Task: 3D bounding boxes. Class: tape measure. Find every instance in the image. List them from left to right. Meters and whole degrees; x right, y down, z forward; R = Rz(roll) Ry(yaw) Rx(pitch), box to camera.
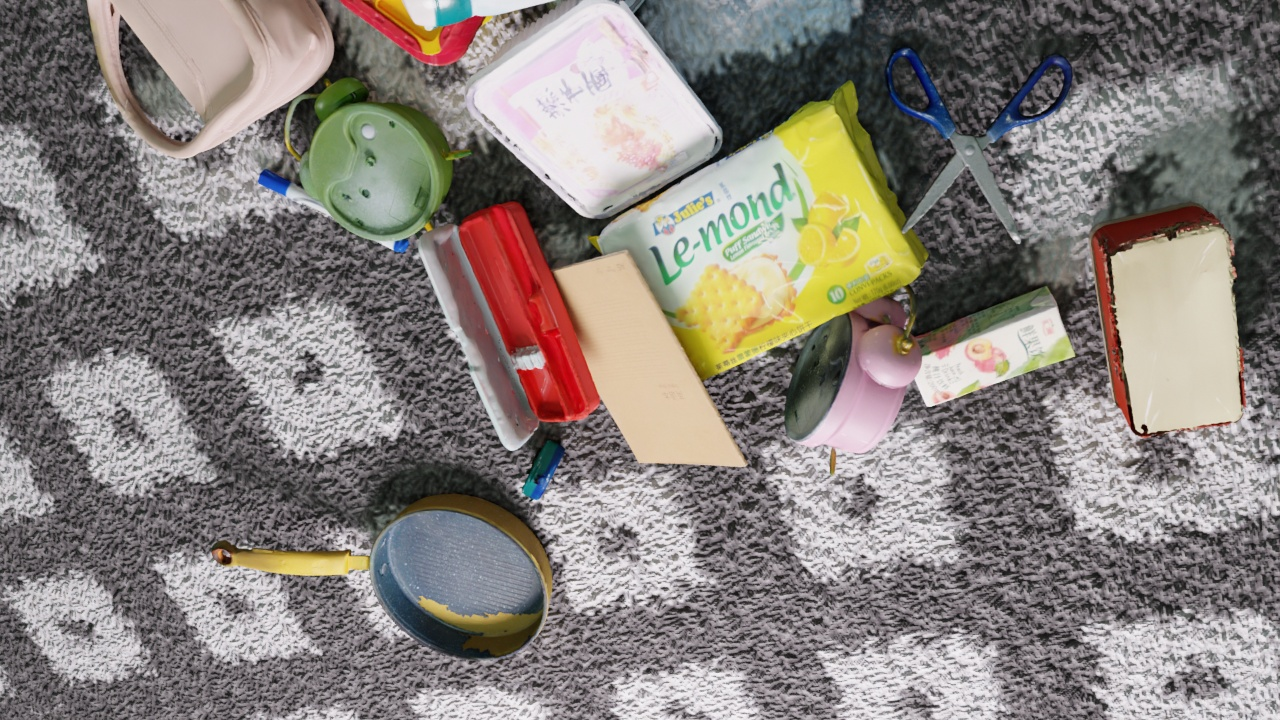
[{"bbox_3d":[-0.095,0.104,0.889,0.025,0.054,0.058,27,150,-4],"label":"tape measure"}]

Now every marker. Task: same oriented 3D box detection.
[{"bbox_3d":[-0.279,-0.136,0.837,0.146,0.016,0.017,26,118,0],"label":"marker"}]

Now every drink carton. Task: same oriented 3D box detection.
[{"bbox_3d":[0.284,-0.011,0.754,0.123,0.045,0.053,-24,113,22],"label":"drink carton"}]

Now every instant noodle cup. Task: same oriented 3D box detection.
[{"bbox_3d":[-0.145,-0.294,0.671,0.116,0.123,0.116,35,118,-6],"label":"instant noodle cup"},{"bbox_3d":[-0.034,-0.197,0.694,0.138,0.060,0.173,-26,141,22],"label":"instant noodle cup"}]

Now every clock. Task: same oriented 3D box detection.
[{"bbox_3d":[-0.233,-0.173,0.787,0.161,0.056,0.116,27,117,-1],"label":"clock"},{"bbox_3d":[0.177,0.006,0.749,0.060,0.117,0.159,19,120,-8],"label":"clock"}]

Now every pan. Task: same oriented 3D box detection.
[{"bbox_3d":[-0.270,0.222,0.970,0.357,0.078,0.198,12,116,7],"label":"pan"}]

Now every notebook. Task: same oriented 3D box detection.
[{"bbox_3d":[-0.005,0.005,0.799,0.150,0.012,0.211,-5,120,53],"label":"notebook"}]

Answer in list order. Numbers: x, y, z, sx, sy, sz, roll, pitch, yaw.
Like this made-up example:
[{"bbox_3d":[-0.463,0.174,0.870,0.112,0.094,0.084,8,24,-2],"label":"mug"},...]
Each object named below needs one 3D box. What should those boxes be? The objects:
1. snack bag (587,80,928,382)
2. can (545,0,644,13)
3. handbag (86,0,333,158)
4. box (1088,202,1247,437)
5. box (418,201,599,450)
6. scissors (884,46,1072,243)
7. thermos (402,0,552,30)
[{"bbox_3d":[0.094,-0.093,0.745,0.247,0.068,0.158,-27,107,23],"label":"snack bag"},{"bbox_3d":[-0.004,-0.301,0.673,0.058,0.058,0.147,43,116,-9],"label":"can"},{"bbox_3d":[-0.383,-0.267,0.763,0.235,0.093,0.193,-32,96,35],"label":"handbag"},{"bbox_3d":[0.407,-0.026,0.701,0.091,0.077,0.168,-12,112,19],"label":"box"},{"bbox_3d":[-0.124,-0.025,0.792,0.095,0.097,0.201,-9,107,46],"label":"box"},{"bbox_3d":[0.247,-0.167,0.677,0.162,0.012,0.174,-30,83,6],"label":"scissors"},{"bbox_3d":[-0.047,-0.267,0.580,0.224,0.073,0.073,-18,112,-9],"label":"thermos"}]
